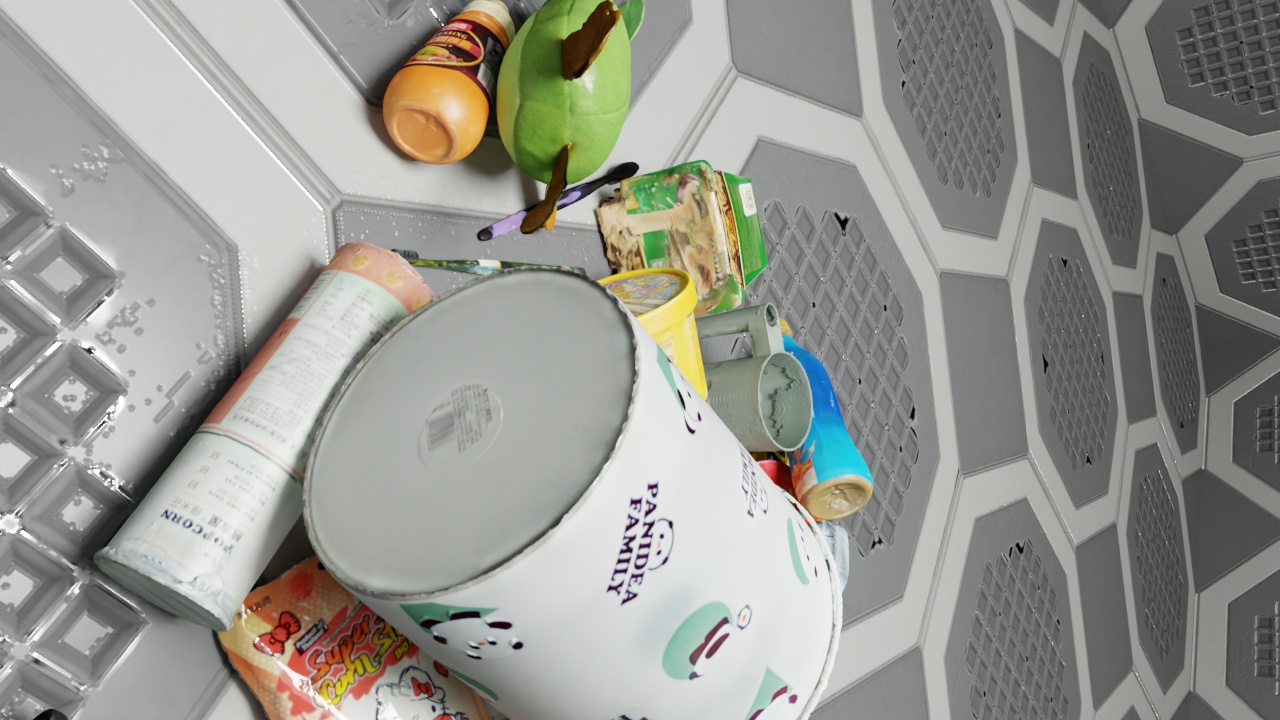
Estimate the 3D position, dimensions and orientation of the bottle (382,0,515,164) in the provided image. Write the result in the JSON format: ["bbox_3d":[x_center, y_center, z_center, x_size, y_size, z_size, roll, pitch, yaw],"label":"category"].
[{"bbox_3d":[-0.121,-0.200,0.626,0.067,0.067,0.149,47,44,-34],"label":"bottle"}]

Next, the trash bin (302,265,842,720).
[{"bbox_3d":[-0.031,0.096,0.513,0.252,0.230,0.229,55,46,-45],"label":"trash bin"}]

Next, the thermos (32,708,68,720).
[{"bbox_3d":[-0.204,0.263,0.437,0.090,0.068,0.242,-45,112,-1],"label":"thermos"}]

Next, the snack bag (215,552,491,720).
[{"bbox_3d":[-0.147,0.204,0.538,0.128,0.073,0.208,-30,100,-47],"label":"snack bag"}]

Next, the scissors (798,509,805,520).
[{"bbox_3d":[0.142,0.178,0.806,0.133,0.017,0.133,34,56,-38],"label":"scissors"}]

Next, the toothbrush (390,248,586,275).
[{"bbox_3d":[-0.104,-0.067,0.655,0.185,0.017,0.012,-1,78,-50],"label":"toothbrush"}]

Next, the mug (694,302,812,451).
[{"bbox_3d":[0.079,0.019,0.789,0.083,0.104,0.124,-12,93,-49],"label":"mug"}]

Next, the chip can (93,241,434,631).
[{"bbox_3d":[-0.191,0.032,0.497,0.071,0.071,0.214,50,50,-32],"label":"chip can"}]

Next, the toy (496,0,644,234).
[{"bbox_3d":[-0.049,-0.192,0.631,0.246,0.090,0.227,-90,-168,-60],"label":"toy"}]

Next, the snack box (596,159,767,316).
[{"bbox_3d":[0.046,-0.104,0.764,0.105,0.118,0.118,-26,107,-53],"label":"snack box"}]

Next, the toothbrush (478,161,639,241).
[{"bbox_3d":[-0.061,-0.126,0.722,0.188,0.017,0.014,-35,99,-43],"label":"toothbrush"}]

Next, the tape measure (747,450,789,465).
[{"bbox_3d":[0.120,0.094,0.881,0.060,0.029,0.057,43,55,-36],"label":"tape measure"}]

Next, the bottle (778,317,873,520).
[{"bbox_3d":[0.150,0.042,0.843,0.065,0.065,0.218,40,26,-38],"label":"bottle"}]

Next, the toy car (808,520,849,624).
[{"bbox_3d":[0.158,0.182,0.786,0.043,0.034,0.090,41,48,-41],"label":"toy car"}]

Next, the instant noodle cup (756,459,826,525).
[{"bbox_3d":[0.096,0.185,0.812,0.193,0.066,0.193,11,76,-49],"label":"instant noodle cup"}]

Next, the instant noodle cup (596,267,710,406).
[{"bbox_3d":[-0.004,0.004,0.691,0.118,0.119,0.114,-42,122,-44],"label":"instant noodle cup"}]
